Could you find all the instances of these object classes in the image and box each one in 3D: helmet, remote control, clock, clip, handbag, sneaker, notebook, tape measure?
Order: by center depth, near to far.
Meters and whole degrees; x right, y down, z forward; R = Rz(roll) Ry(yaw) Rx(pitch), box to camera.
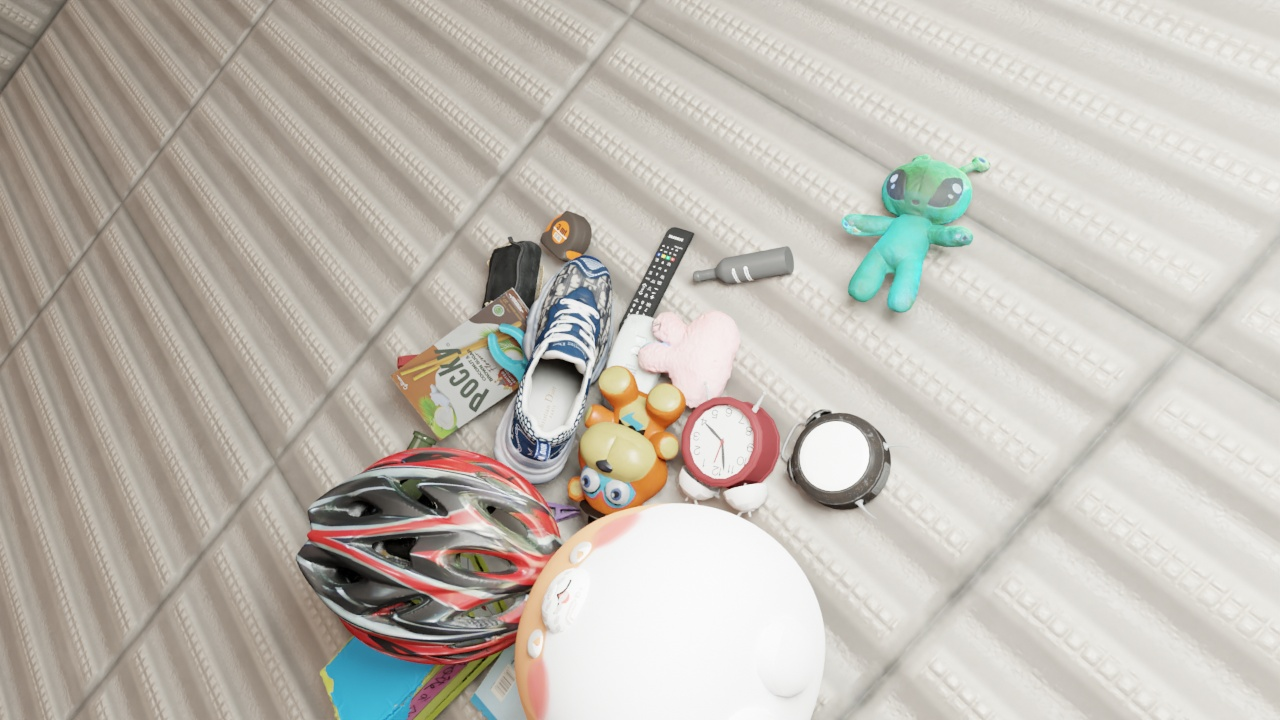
[{"bbox_3d":[0.187,0.093,0.881,0.123,0.043,0.091,23,85,35],"label":"clock"},{"bbox_3d":[-0.211,0.195,0.929,0.272,0.167,0.217,3,77,20],"label":"helmet"},{"bbox_3d":[0.089,0.096,0.931,0.096,0.048,0.137,9,85,33],"label":"clock"},{"bbox_3d":[-0.055,0.362,0.947,0.253,0.009,0.181,35,92,35],"label":"notebook"},{"bbox_3d":[-0.080,-0.004,0.997,0.103,0.133,0.268,20,70,-10],"label":"sneaker"},{"bbox_3d":[-0.006,0.006,1.031,0.060,0.028,0.114,17,87,15],"label":"remote control"},{"bbox_3d":[-0.093,0.168,1.041,0.051,0.014,0.045,-37,55,18],"label":"clip"},{"bbox_3d":[0.019,-0.089,1.068,0.033,0.015,0.146,24,85,35],"label":"remote control"},{"bbox_3d":[-0.123,0.002,1.074,0.103,0.027,0.120,-43,96,10],"label":"clip"},{"bbox_3d":[-0.089,-0.155,1.146,0.058,0.038,0.059,44,110,35],"label":"tape measure"},{"bbox_3d":[-0.168,-0.097,1.162,0.079,0.054,0.128,-3,73,34],"label":"handbag"},{"bbox_3d":[-0.287,0.009,1.197,0.051,0.059,0.019,-4,66,-2],"label":"tape measure"}]

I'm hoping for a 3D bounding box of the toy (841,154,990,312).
[{"bbox_3d":[0.270,-0.132,0.906,0.131,0.072,0.193,19,74,33],"label":"toy"}]

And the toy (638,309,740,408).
[{"bbox_3d":[0.052,-0.008,0.986,0.105,0.053,0.108,22,87,17],"label":"toy"}]

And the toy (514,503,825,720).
[{"bbox_3d":[0.014,0.250,0.796,0.281,0.265,0.262,9,65,46],"label":"toy"}]

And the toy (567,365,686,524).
[{"bbox_3d":[-0.015,0.099,0.973,0.112,0.096,0.176,19,106,23],"label":"toy"}]

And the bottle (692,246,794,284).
[{"bbox_3d":[0.110,-0.101,1.008,0.113,0.030,0.030,-8,68,29],"label":"bottle"}]

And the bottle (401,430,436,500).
[{"bbox_3d":[-0.313,0.185,1.131,0.071,0.071,0.206,25,86,35],"label":"bottle"}]

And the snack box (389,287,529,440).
[{"bbox_3d":[-0.201,0.006,1.119,0.186,0.031,0.101,-33,99,17],"label":"snack box"}]

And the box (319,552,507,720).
[{"bbox_3d":[-0.253,0.330,1.036,0.221,0.080,0.124,-49,50,10],"label":"box"}]
